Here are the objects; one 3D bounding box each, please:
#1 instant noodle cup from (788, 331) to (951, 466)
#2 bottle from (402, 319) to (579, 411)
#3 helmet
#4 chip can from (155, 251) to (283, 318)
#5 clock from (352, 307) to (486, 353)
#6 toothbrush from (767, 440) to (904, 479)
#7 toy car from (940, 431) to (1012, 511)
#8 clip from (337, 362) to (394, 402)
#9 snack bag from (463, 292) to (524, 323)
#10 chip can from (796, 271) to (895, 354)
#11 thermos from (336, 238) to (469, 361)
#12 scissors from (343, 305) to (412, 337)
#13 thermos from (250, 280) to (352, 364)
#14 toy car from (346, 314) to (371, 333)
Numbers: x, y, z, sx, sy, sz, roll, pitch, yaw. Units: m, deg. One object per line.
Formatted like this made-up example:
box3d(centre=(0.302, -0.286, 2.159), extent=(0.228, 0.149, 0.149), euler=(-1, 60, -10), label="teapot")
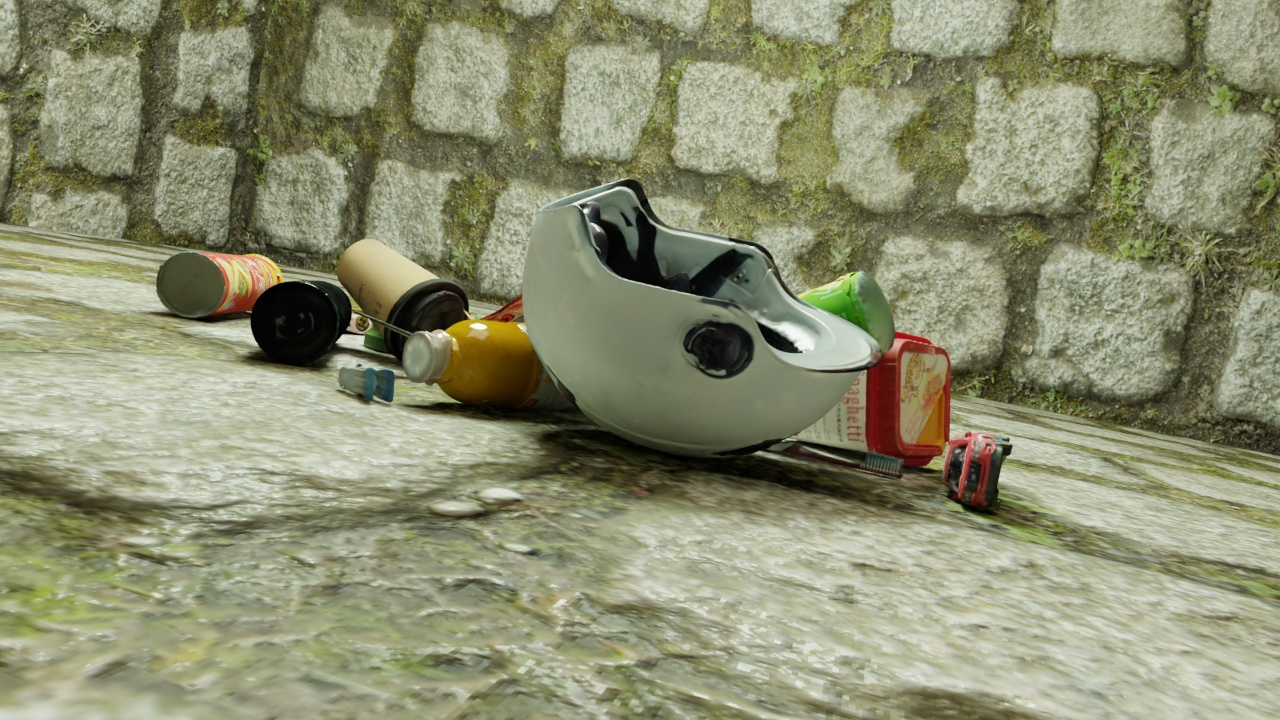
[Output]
box3d(centre=(0.201, 0.035, 0.829), extent=(0.124, 0.116, 0.116), euler=(-2, -6, 45), label="instant noodle cup")
box3d(centre=(-0.097, 0.004, 0.718), extent=(0.068, 0.068, 0.189), euler=(14, 5, 41), label="bottle")
box3d(centre=(0.026, -0.014, 0.664), extent=(0.258, 0.146, 0.228), euler=(28, 20, -3), label="helmet")
box3d(centre=(-0.472, -0.086, 1.042), extent=(0.073, 0.073, 0.216), euler=(10, 5, -7), label="chip can")
box3d(centre=(-0.226, -0.032, 1.005), extent=(0.161, 0.056, 0.116), euler=(12, 5, 18), label="clock")
box3d(centre=(0.119, 0.067, 0.746), extent=(0.188, 0.017, 0.016), euler=(12, 4, 16), label="toothbrush")
box3d(centre=(0.248, 0.079, 0.680), extent=(0.045, 0.053, 0.120), euler=(10, 1, 18), label="toy car")
box3d(centre=(-0.194, 0.015, 0.649), extent=(0.058, 0.026, 0.038), euler=(9, 9, 44), label="clip")
box3d(centre=(-0.073, -0.051, 0.903), extent=(0.129, 0.073, 0.207), euler=(-25, -12, 12), label="snack bag")
box3d(centre=(0.106, -0.010, 0.787), extent=(0.222, 0.072, 0.072), euler=(-20, -14, 32), label="chip can")
box3d(centre=(-0.239, -0.062, 0.913), extent=(0.143, 0.093, 0.093), euler=(37, 18, 31), label="thermos")
box3d(centre=(-0.181, -0.009, 0.826), extent=(0.165, 0.014, 0.163), euler=(22, -4, 7), label="scissors")
box3d(centre=(-0.316, -0.036, 0.851), extent=(0.090, 0.068, 0.243), euler=(-22, 10, -12), label="thermos")
box3d(centre=(-0.374, -0.053, 1.084), extent=(0.056, 0.037, 0.122), euler=(16, -6, 33), label="toy car")
